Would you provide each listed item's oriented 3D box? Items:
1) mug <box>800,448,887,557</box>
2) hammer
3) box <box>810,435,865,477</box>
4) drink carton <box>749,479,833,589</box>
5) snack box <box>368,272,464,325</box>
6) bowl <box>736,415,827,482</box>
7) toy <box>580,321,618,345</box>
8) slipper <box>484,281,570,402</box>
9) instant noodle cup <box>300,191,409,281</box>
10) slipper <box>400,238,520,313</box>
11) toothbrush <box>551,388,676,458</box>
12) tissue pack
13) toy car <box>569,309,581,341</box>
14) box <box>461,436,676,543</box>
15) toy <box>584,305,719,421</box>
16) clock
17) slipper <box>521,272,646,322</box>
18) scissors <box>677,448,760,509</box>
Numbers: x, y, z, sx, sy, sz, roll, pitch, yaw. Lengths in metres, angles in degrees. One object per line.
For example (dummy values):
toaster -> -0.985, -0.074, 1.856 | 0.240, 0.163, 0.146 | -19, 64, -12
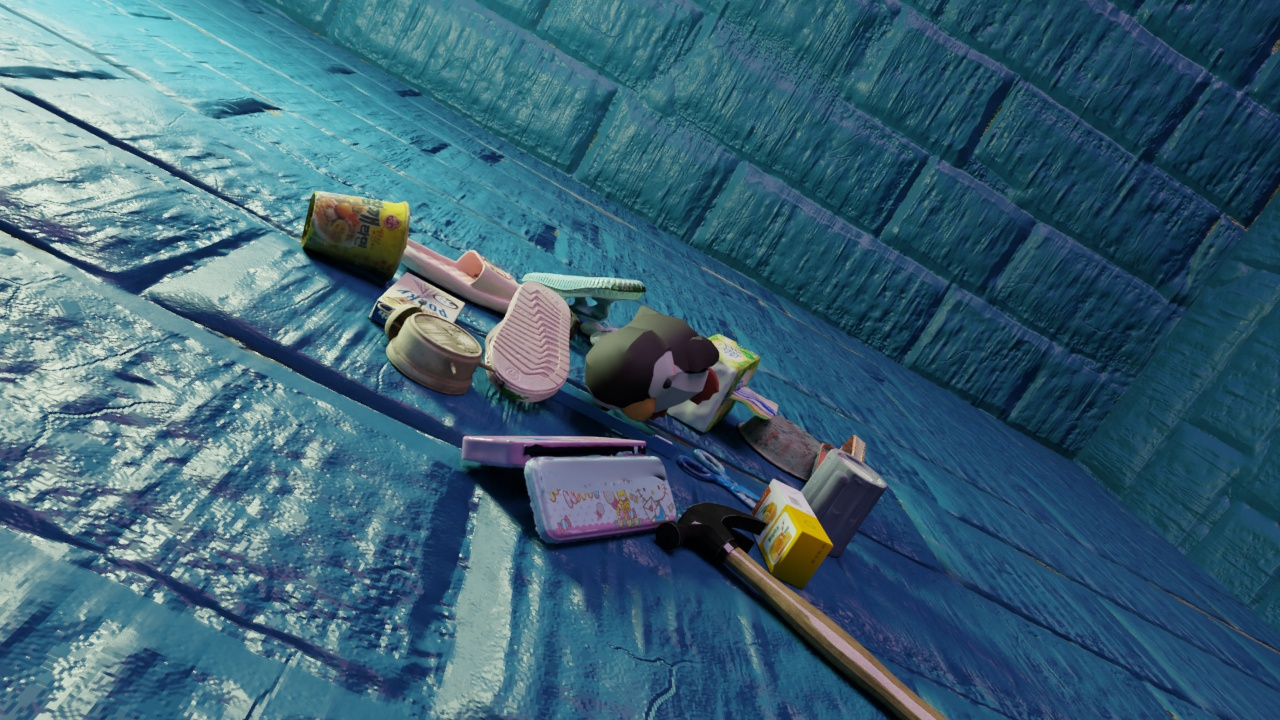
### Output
mug -> 0.226, 0.170, 1.091 | 0.084, 0.104, 0.123 | 38, 16, 24
hammer -> 0.158, 0.241, 0.856 | 0.305, 0.040, 0.132 | 38, 19, 25
box -> 0.269, 0.154, 1.252 | 0.076, 0.055, 0.186 | 1, 22, 16
drink carton -> 0.159, 0.184, 0.997 | 0.040, 0.059, 0.122 | 27, 15, -16
snack box -> -0.254, -0.058, 1.057 | 0.082, 0.026, 0.150 | 29, 13, -11
bowl -> 0.221, 0.124, 1.372 | 0.157, 0.039, 0.157 | 29, 14, -8
toy -> -0.040, -0.028, 1.365 | 0.076, 0.037, 0.125 | 14, 13, -27
slipper -> -0.133, -0.013, 1.073 | 0.094, 0.065, 0.238 | 31, 27, -14
instant noodle cup -> -0.340, -0.155, 1.094 | 0.108, 0.102, 0.102 | 13, 21, -27
slipper -> -0.233, -0.120, 1.254 | 0.221, 0.056, 0.107 | 22, 15, -28
toothbrush -> -0.032, 0.072, 1.083 | 0.166, 0.016, 0.014 | 28, 12, -10
tissue pack -> 0.131, 0.045, 1.318 | 0.141, 0.120, 0.197 | 31, 20, 12
toy car -> -0.118, -0.062, 1.316 | 0.037, 0.040, 0.092 | 17, 17, -45
box -> -0.053, 0.105, 0.850 | 0.140, 0.062, 0.213 | 42, 18, 28
toy -> -0.003, 0.000, 1.074 | 0.183, 0.159, 0.140 | -7, 76, -69
clock -> -0.220, -0.023, 0.947 | 0.141, 0.055, 0.092 | 38, 16, 20
slipper -> -0.091, -0.095, 1.379 | 0.115, 0.069, 0.277 | 5, 3, -36
scissors -> 0.100, 0.148, 1.106 | 0.140, 0.013, 0.113 | 42, 17, 33
